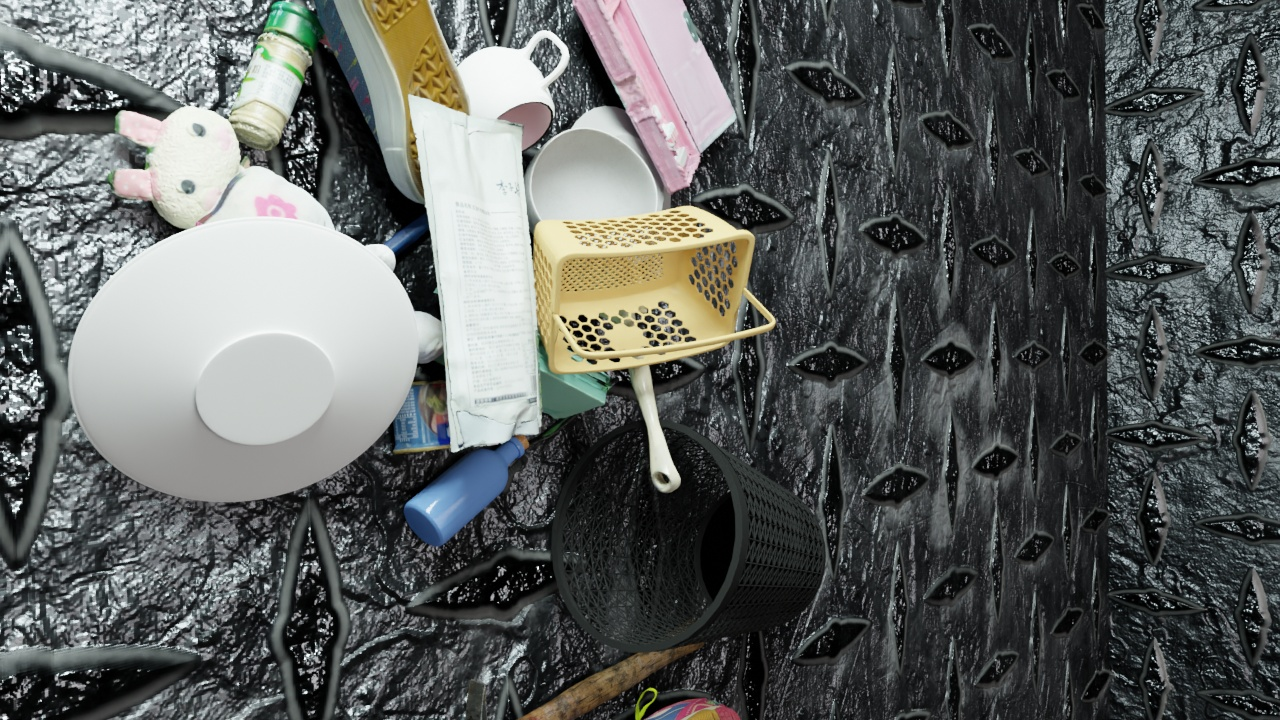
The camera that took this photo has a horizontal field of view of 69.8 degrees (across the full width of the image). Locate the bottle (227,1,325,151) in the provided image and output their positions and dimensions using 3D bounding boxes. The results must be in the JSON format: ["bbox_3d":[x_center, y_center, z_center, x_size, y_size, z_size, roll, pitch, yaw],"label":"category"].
[{"bbox_3d":[-0.277,-0.215,0.696,0.042,0.043,0.109,28,71,-43],"label":"bottle"}]

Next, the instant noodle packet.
[{"bbox_3d":[-0.130,-0.068,0.747,0.146,0.057,0.269,-9,93,-65],"label":"instant noodle packet"}]

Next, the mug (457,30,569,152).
[{"bbox_3d":[-0.115,-0.244,0.816,0.076,0.124,0.090,59,23,16],"label":"mug"}]

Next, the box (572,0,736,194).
[{"bbox_3d":[0.016,-0.321,1.007,0.233,0.055,0.179,60,41,-27],"label":"box"}]

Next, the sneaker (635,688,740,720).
[{"bbox_3d":[-0.008,0.428,0.969,0.241,0.091,0.116,-13,94,-27],"label":"sneaker"}]

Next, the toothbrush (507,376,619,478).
[{"bbox_3d":[-0.080,0.065,0.929,0.187,0.014,0.017,-38,130,-40],"label":"toothbrush"}]

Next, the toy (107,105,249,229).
[{"bbox_3d":[-0.316,-0.135,0.652,0.112,0.050,0.087,17,77,-40],"label":"toy"}]

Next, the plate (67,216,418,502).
[{"bbox_3d":[-0.261,0.013,0.634,0.229,0.030,0.230,-18,129,-24],"label":"plate"}]

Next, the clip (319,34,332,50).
[{"bbox_3d":[-0.239,-0.262,0.752,0.057,0.022,0.035,49,54,-42],"label":"clip"}]

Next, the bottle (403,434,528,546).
[{"bbox_3d":[-0.150,0.109,0.827,0.130,0.048,0.048,-42,119,-39],"label":"bottle"}]

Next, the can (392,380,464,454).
[{"bbox_3d":[-0.168,0.047,0.801,0.099,0.054,0.059,-3,85,-46],"label":"can"}]

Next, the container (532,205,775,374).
[{"bbox_3d":[0.005,-0.052,0.805,0.183,0.167,0.129,-10,127,-23],"label":"container"}]

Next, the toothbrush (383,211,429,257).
[{"bbox_3d":[-0.177,-0.134,0.819,0.189,0.017,0.016,-49,122,-35],"label":"toothbrush"}]

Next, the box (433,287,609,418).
[{"bbox_3d":[-0.110,-0.017,0.859,0.188,0.078,0.079,29,52,-43],"label":"box"}]

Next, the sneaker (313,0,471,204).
[{"bbox_3d":[-0.201,-0.232,0.733,0.087,0.079,0.236,-50,152,-30],"label":"sneaker"}]

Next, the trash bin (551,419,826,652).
[{"bbox_3d":[0.069,0.192,0.958,0.243,0.217,0.216,24,72,-51],"label":"trash bin"}]

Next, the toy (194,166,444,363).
[{"bbox_3d":[-0.247,-0.045,0.688,0.137,0.085,0.209,-47,134,-4],"label":"toy"}]

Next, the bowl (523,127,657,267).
[{"bbox_3d":[-0.055,-0.155,0.904,0.131,0.064,0.131,5,78,-23],"label":"bowl"}]

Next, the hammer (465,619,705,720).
[{"bbox_3d":[-0.041,0.333,0.958,0.329,0.033,0.120,-12,98,-47],"label":"hammer"}]

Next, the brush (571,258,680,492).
[{"bbox_3d":[-0.005,0.005,0.895,0.077,0.062,0.272,-2,57,-25],"label":"brush"}]

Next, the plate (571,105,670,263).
[{"bbox_3d":[-0.017,-0.188,0.991,0.172,0.019,0.173,0,90,-47],"label":"plate"}]
